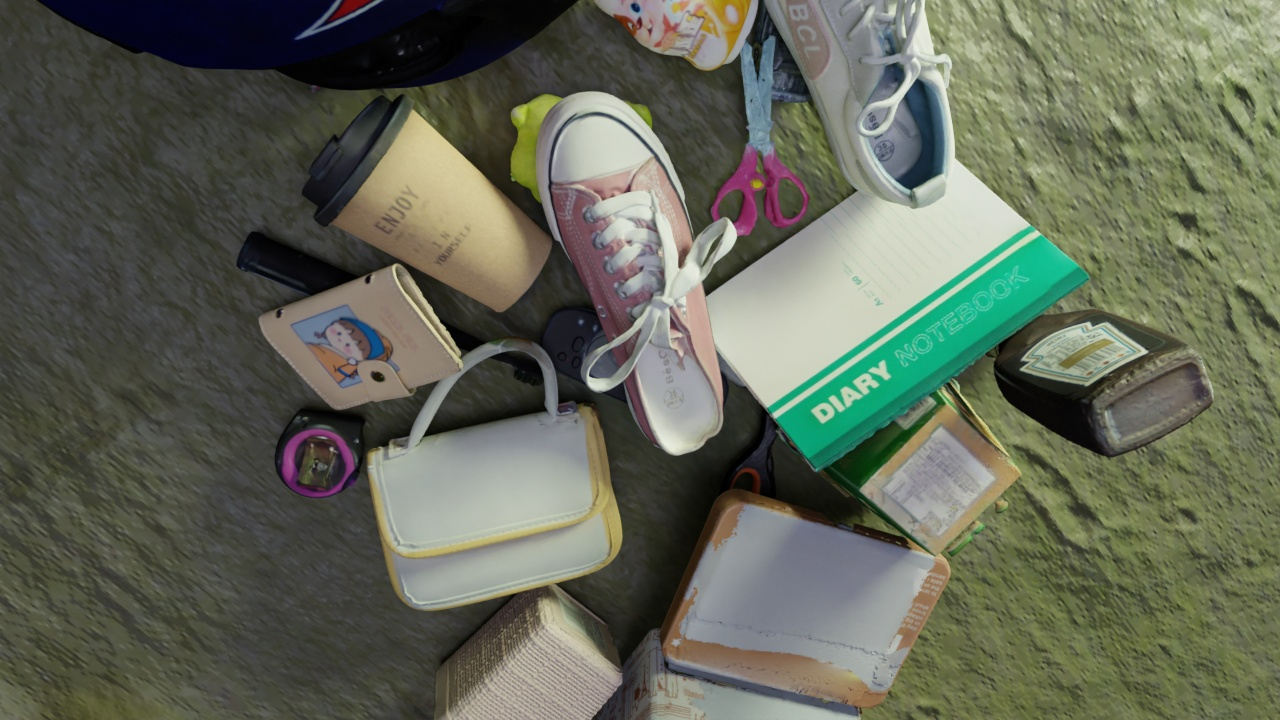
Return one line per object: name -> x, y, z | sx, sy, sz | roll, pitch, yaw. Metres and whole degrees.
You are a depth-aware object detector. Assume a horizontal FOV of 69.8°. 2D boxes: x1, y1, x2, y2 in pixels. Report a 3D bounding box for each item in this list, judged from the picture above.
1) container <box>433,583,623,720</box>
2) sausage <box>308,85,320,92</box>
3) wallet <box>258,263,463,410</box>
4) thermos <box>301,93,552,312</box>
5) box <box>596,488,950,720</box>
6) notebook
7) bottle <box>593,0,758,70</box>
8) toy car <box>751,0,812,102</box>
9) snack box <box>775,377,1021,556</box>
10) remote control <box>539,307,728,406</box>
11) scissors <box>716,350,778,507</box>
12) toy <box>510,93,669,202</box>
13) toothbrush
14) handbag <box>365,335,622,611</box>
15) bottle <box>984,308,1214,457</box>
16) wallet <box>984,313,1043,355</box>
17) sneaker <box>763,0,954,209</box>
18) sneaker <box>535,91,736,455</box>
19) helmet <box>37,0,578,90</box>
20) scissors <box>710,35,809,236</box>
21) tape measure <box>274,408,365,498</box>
container -> -0.079, 0.231, 0.670 | 0.090, 0.090, 0.111 | 42, 93, -18
sausage -> -0.139, -0.210, 0.560 | 0.156, 0.020, 0.020 | -33, 109, 2
wallet -> -0.177, -0.010, 0.590 | 0.115, 0.024, 0.087 | -16, 119, 23
thermos -> -0.129, -0.093, 0.565 | 0.143, 0.093, 0.093 | 36, 98, -24
box -> 0.088, 0.224, 0.658 | 0.179, 0.110, 0.260 | 19, 128, -14
notebook -> 0.155, -0.042, 0.603 | 0.209, 0.150, 0.012 | -35, 148, 0
bottle -> 0.014, -0.221, 0.559 | 0.108, 0.063, 0.063 | 17, 103, -13
toy car -> 0.103, -0.227, 0.586 | 0.054, 0.036, 0.121 | 5, 114, -12
snack box -> 0.180, 0.058, 0.620 | 0.117, 0.105, 0.118 | 40, 98, -17
remote control -> -0.004, 0.004, 0.641 | 0.136, 0.024, 0.053 | 24, 102, -7
scissors -> 0.111, 0.046, 0.680 | 0.234, 0.021, 0.221 | 22, 98, -12
toy -> -0.035, -0.131, 0.595 | 0.100, 0.031, 0.097 | -27, 111, -1
toothbrush -> -0.158, -0.029, 0.611 | 0.212, 0.026, 0.027 | 24, 134, -17
handbag -> -0.103, 0.075, 0.625 | 0.163, 0.063, 0.179 | -12, 112, -7
bottle -> 0.254, -0.002, 0.560 | 0.080, 0.194, 0.044 | -29, 105, 3
wallet -> 0.233, -0.044, 0.665 | 0.115, 0.033, 0.090 | -7, 105, -6
sneaker -> 0.129, -0.196, 0.535 | 0.089, 0.090, 0.242 | -24, 118, 3
sneaker -> 0.004, -0.047, 0.565 | 0.118, 0.088, 0.241 | -20, 106, -8
helmet -> -0.128, -0.246, 0.429 | 0.315, 0.240, 0.247 | -44, 83, -5
scissors -> 0.087, -0.146, 0.605 | 0.073, 0.017, 0.137 | 0, 120, -6
tape measure -> -0.217, 0.064, 0.620 | 0.057, 0.039, 0.058 | 12, 105, -13
